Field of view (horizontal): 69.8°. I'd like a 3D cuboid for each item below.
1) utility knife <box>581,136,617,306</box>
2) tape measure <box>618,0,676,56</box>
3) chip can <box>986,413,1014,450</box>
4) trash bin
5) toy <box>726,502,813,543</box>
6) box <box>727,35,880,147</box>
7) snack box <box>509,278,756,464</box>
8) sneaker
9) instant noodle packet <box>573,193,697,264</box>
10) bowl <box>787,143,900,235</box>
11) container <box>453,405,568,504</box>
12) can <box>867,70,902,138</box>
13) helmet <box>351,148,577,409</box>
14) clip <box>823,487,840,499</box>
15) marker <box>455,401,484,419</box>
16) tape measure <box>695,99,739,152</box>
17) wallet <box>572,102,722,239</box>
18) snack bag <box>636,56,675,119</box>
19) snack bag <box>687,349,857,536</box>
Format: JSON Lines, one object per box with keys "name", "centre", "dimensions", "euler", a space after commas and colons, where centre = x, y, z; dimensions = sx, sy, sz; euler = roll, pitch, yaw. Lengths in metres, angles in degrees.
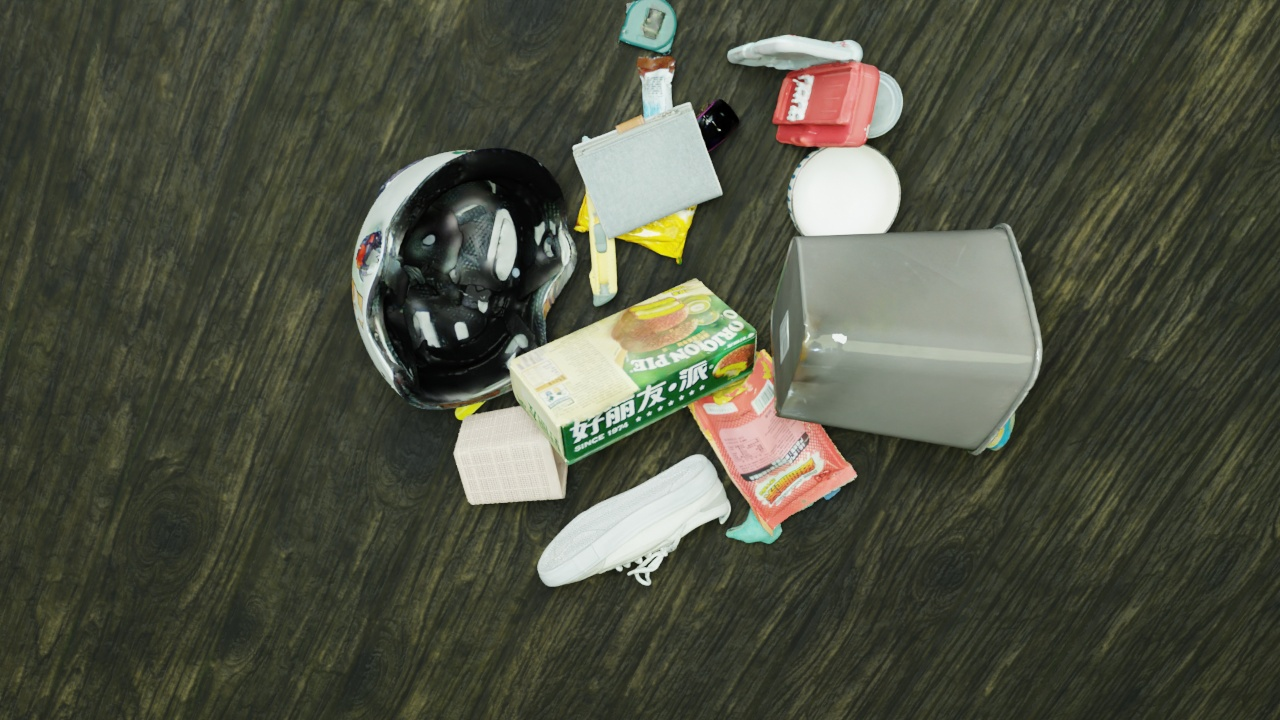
{"name": "utility knife", "centre": [-0.044, -0.146, 0.976], "dimensions": [0.031, 0.019, 0.183], "euler": [-5, 106, -2]}
{"name": "tape measure", "centre": [0.010, -0.347, 0.948], "dimensions": [0.058, 0.025, 0.054], "euler": [14, 107, -7]}
{"name": "chip can", "centre": [0.314, 0.053, 1.056], "dimensions": [0.210, 0.071, 0.071], "euler": [10, 106, -5]}
{"name": "trash bin", "centre": [0.256, -0.025, 0.945], "dimensions": [0.220, 0.198, 0.199], "euler": [3, 145, -1]}
{"name": "toy", "centre": [0.159, 0.183, 1.113], "dimensions": [0.096, 0.030, 0.092], "euler": [8, 109, -8]}
{"name": "box", "centre": [0.145, -0.258, 0.885], "dimensions": [0.100, 0.201, 0.094], "euler": [7, 103, -11]}
{"name": "snack box", "centre": [-0.006, 0.006, 0.959], "dimensions": [0.239, 0.114, 0.063], "euler": [-26, 138, -22]}
{"name": "sneaker", "centre": [-0.004, 0.210, 1.091], "dimensions": [0.242, 0.089, 0.091], "euler": [-30, 110, 1]}
{"name": "instant noodle packet", "centre": [0.004, -0.173, 0.991], "dimensions": [0.128, 0.044, 0.111], "euler": [17, 112, -3]}
{"name": "bowl", "centre": [0.212, -0.177, 0.985], "dimensions": [0.116, 0.066, 0.116], "euler": [-1, 106, -3]}
{"name": "container", "centre": [-0.146, 0.107, 1.046], "dimensions": [0.111, 0.090, 0.090], "euler": [-8, 119, 4]}
{"name": "can", "centre": [0.224, -0.264, 0.944], "dimensions": [0.066, 0.093, 0.066], "euler": [0, 107, -1]}
{"name": "helmet", "centre": [-0.197, -0.094, 0.941], "dimensions": [0.229, 0.157, 0.274], "euler": [-12, 119, -40]}
{"name": "clip", "centre": [0.215, 0.141, 1.109], "dimensions": [0.026, 0.037, 0.058], "euler": [-40, 107, 11]}
{"name": "marker", "centre": [-0.168, 0.024, 1.063], "dimensions": [0.124, 0.015, 0.018], "euler": [-43, 108, 8]}
{"name": "tape measure", "centre": [0.072, -0.247, 0.963], "dimensions": [0.057, 0.057, 0.039], "euler": [-33, 104, 37]}
{"name": "wallet", "centre": [0.006, -0.196, 0.943], "dimensions": [0.130, 0.037, 0.106], "euler": [-21, 110, 2]}
{"name": "snack bag", "centre": [0.018, -0.267, 0.970], "dimensions": [0.045, 0.026, 0.105], "euler": [7, 111, 30]}
{"name": "snack bag", "centre": [0.148, 0.094, 1.052], "dimensions": [0.128, 0.073, 0.208], "euler": [-36, 112, 1]}
